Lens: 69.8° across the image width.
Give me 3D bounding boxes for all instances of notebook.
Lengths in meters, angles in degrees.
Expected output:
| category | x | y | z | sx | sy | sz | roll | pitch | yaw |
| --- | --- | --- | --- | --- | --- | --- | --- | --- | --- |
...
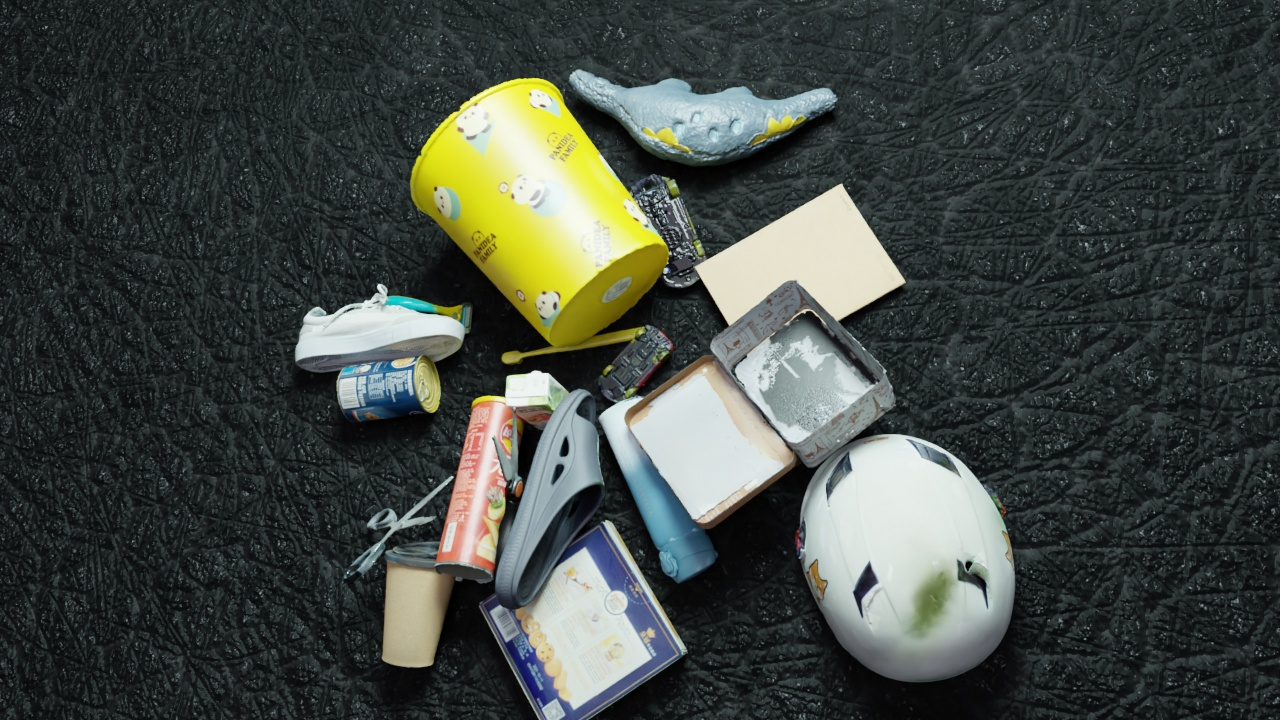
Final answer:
| category | x | y | z | sx | sy | sz | roll | pitch | yaw |
| --- | --- | --- | --- | --- | --- | --- | --- | --- | --- |
| notebook | 0.195 | -0.105 | 1.129 | 0.211 | 0.012 | 0.149 | -29 | 75 | 0 |

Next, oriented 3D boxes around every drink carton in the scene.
| category | x | y | z | sx | sy | sz | roll | pitch | yaw |
| --- | --- | --- | --- | --- | --- | --- | --- | --- | --- |
| drink carton | -0.118 | 0.049 | 1.109 | 0.053 | 0.122 | 0.045 | -3 | 72 | 12 |

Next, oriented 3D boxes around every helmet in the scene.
| category | x | y | z | sx | sy | sz | roll | pitch | yaw |
| --- | --- | --- | --- | --- | --- | --- | --- | --- | --- |
| helmet | 0.281 | 0.198 | 0.967 | 0.230 | 0.157 | 0.273 | -12 | 73 | 8 |

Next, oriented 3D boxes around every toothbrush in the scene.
| category | x | y | z | sx | sy | sz | roll | pitch | yaw |
| --- | --- | --- | --- | --- | --- | --- | --- | --- | --- |
| toothbrush | -0.085 | -0.018 | 1.178 | 0.190 | 0.016 | 0.015 | -11 | 72 | 7 |

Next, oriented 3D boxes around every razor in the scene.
| category | x | y | z | sx | sy | sz | roll | pitch | yaw |
| --- | --- | --- | --- | --- | --- | --- | --- | --- | --- |
| razor | -0.287 | -0.069 | 1.226 | 0.133 | 0.028 | 0.043 | 11 | 108 | 12 |

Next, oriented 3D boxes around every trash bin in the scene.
| category | x | y | z | sx | sy | sz | roll | pitch | yaw |
| --- | --- | --- | --- | --- | --- | --- | --- | --- | --- |
| trash bin | -0.114 | -0.170 | 1.122 | 0.229 | 0.229 | 0.255 | -39 | 76 | -1 |

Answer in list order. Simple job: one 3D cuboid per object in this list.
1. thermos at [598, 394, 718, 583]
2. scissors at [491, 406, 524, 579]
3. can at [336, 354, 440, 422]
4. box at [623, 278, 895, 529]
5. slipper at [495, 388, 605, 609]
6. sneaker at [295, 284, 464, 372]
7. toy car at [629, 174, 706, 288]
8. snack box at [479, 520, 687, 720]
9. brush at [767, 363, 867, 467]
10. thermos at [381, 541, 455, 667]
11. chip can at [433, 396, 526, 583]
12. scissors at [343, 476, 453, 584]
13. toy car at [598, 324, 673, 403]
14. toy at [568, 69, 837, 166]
| category | x | y | z | sx | sy | sz | roll | pitch | yaw |
| --- | --- | --- | --- | --- | --- | --- | --- | --- | --- |
| thermos | 0.021 | 0.151 | 1.082 | 0.070 | 0.070 | 0.220 | -26 | 71 | 4 |
| scissors | -0.141 | 0.154 | 1.043 | 0.022 | 0.204 | 0.224 | 10 | 95 | 14 |
| can | -0.324 | 0.037 | 1.180 | 0.111 | 0.075 | 0.075 | -8 | 73 | 10 |
| box | 0.127 | 0.052 | 1.028 | 0.261 | 0.082 | 0.177 | -38 | 54 | 1 |
| slipper | -0.084 | 0.164 | 1.059 | 0.083 | 0.111 | 0.267 | 12 | 63 | 16 |
| sneaker | -0.340 | -0.045 | 1.205 | 0.242 | 0.089 | 0.090 | -6 | 69 | 16 |
| toy car | 0.034 | -0.165 | 1.178 | 0.070 | 0.042 | 0.158 | -22 | 79 | 5 |
| snack box | -0.067 | 0.311 | 1.067 | 0.182 | 0.046 | 0.178 | -34 | 70 | 1 |
| brush | 0.199 | 0.056 | 1.079 | 0.144 | 0.055 | 0.073 | -48 | 53 | -4 |
| thermos | -0.266 | 0.287 | 1.097 | 0.093 | 0.093 | 0.143 | 6 | 84 | 13 |
| chip can | -0.188 | 0.151 | 1.093 | 0.073 | 0.073 | 0.216 | 1 | 59 | 12 |
| scissors | -0.292 | 0.199 | 1.105 | 0.181 | 0.159 | 0.014 | -46 | 113 | -8 |
| toy car | -0.007 | 0.007 | 1.145 | 0.049 | 0.031 | 0.106 | 43 | 94 | 17 |
| toy | 0.068 | -0.316 | 1.189 | 0.356 | 0.091 | 0.137 | 10 | 65 | 12 |
